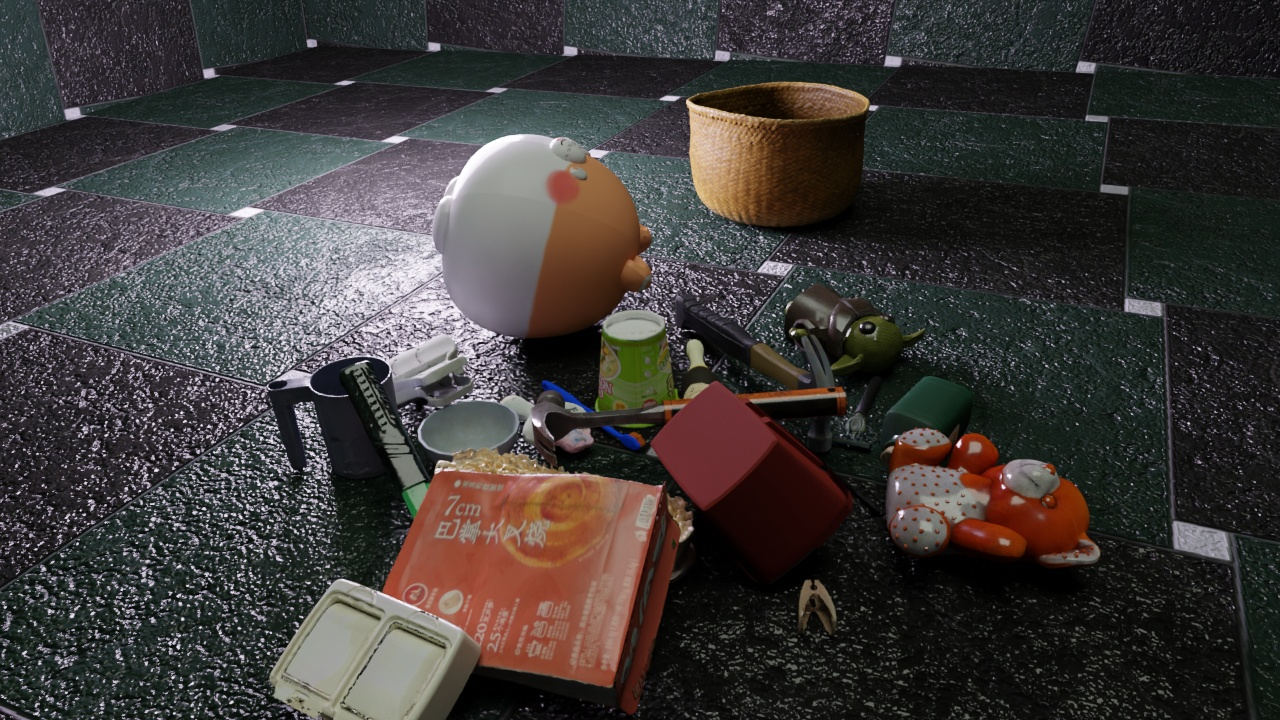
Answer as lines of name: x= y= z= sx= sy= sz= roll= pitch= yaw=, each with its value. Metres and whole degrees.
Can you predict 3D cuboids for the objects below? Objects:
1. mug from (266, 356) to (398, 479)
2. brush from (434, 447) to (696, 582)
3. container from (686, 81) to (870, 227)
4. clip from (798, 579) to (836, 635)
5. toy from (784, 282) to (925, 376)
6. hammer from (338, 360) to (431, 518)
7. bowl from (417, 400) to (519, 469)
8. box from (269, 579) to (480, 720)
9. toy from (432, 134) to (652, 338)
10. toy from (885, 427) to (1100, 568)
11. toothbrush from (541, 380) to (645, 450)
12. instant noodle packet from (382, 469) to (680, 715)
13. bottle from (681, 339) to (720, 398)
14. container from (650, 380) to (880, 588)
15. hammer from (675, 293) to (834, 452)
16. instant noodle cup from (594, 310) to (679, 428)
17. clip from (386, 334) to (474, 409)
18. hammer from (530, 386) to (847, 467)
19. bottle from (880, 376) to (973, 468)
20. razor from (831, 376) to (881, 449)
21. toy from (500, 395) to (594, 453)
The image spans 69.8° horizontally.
mug: x=-0.315 y=0.063 z=0.961 sx=0.124 sy=0.104 sz=0.083 roll=-9 pitch=30 yaw=-10
brush: x=-0.075 y=0.141 z=0.849 sx=0.272 sy=0.057 sz=0.083 roll=13 pitch=35 yaw=26
container: x=0.238 y=-0.355 z=1.574 sx=0.307 sy=0.197 sz=0.306 roll=-3 pitch=27 yaw=1
clip: x=0.150 y=0.203 z=0.756 sx=0.041 sy=0.024 sz=0.060 roll=6 pitch=27 yaw=16
toy: x=0.249 y=-0.039 z=1.124 sx=0.179 sy=0.078 sz=0.153 roll=-20 pitch=34 yaw=-33
hammer: x=-0.201 y=0.118 z=0.821 sx=0.130 sy=0.032 sz=0.318 roll=-25 pitch=56 yaw=-18
bowl: x=-0.180 y=0.086 z=0.974 sx=0.106 sy=0.039 sz=0.106 roll=-2 pitch=29 yaw=1
box: x=-0.217 y=0.250 z=0.649 sx=0.144 sy=0.050 sz=0.183 roll=9 pitch=54 yaw=31
toy: x=-0.122 y=-0.160 z=1.189 sx=0.280 sy=0.266 sz=0.262 roll=12 pitch=31 yaw=-6
toy: x=0.307 y=0.127 z=0.810 sx=0.172 sy=0.093 sz=0.163 roll=6 pitch=29 yaw=11
toothbrush: x=-0.057 y=0.059 z=1.037 sx=0.018 sy=0.016 sz=0.183 roll=-18 pitch=33 yaw=-35
instant noodle packet: x=-0.095 y=0.167 z=0.724 sx=0.221 sy=0.084 sz=0.164 roll=6 pitch=56 yaw=16
bottle: x=0.069 y=0.026 z=1.056 sx=0.045 sy=0.045 sz=0.184 roll=-3 pitch=29 yaw=0
container: x=0.118 y=0.123 z=0.832 sx=0.127 sy=0.201 sz=0.148 roll=-44 pitch=36 yaw=1
hammer: x=0.124 y=-0.015 z=1.077 sx=0.025 sy=0.118 sz=0.333 roll=-12 pitch=25 yaw=-22
instant noodle cup: x=-0.006 y=0.006 z=1.035 sx=0.099 sy=0.108 sz=0.098 roll=-3 pitch=30 yaw=1
clip: x=-0.256 y=0.011 z=1.048 sx=0.125 sy=0.096 sz=0.153 roll=-32 pitch=9 yaw=-37
hammer: x=0.047 y=0.056 z=0.908 sx=0.314 sy=0.035 sz=0.137 roll=-4 pitch=18 yaw=2
bottle: x=0.285 y=0.072 z=0.939 sx=0.061 sy=0.061 sz=0.131 roll=22 pitch=38 yaw=33
razor: x=0.249 y=0.052 z=1.019 sx=0.043 sy=0.022 sz=0.143 roll=11 pitch=32 yaw=21
toy: x=-0.096 y=0.066 z=1.006 sx=0.079 sy=0.038 sz=0.123 roll=-16 pitch=34 yaw=-36
